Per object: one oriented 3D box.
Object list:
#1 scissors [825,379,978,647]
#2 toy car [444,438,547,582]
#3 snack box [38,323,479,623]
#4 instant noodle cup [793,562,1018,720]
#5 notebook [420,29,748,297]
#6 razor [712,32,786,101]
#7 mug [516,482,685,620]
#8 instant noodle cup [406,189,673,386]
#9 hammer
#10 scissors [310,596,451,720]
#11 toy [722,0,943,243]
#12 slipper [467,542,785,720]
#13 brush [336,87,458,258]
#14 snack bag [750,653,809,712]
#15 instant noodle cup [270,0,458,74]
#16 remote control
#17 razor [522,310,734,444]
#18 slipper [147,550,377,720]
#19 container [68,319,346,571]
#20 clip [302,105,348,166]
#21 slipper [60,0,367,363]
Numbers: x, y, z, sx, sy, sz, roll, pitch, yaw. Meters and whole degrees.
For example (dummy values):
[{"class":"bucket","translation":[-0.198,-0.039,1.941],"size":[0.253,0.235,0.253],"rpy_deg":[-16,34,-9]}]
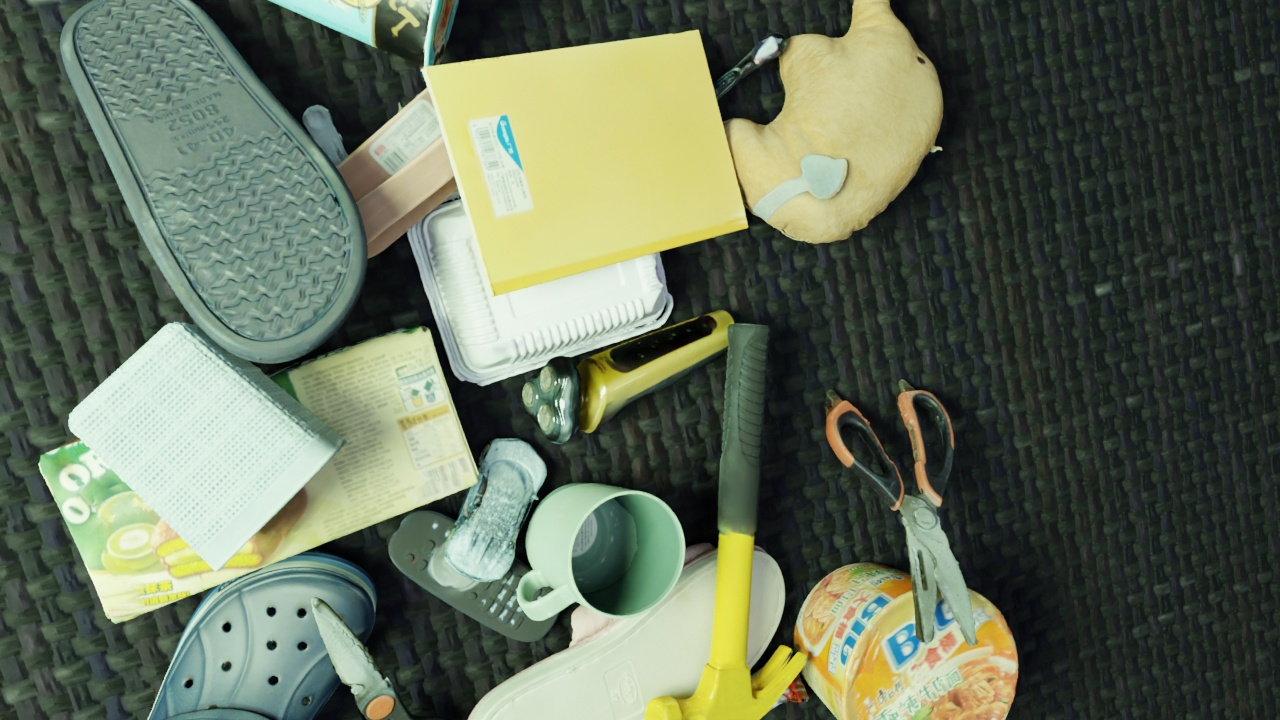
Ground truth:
[{"class":"scissors","translation":[0.200,0.103,0.696],"size":[0.214,0.015,0.196],"rpy_deg":[39,56,17]},{"class":"toy car","translation":[-0.100,0.103,0.648],"size":[0.049,0.031,0.105],"rpy_deg":[27,66,-20]},{"class":"snack box","translation":[-0.237,0.067,0.598],"size":[0.239,0.063,0.114],"rpy_deg":[-21,101,-14]},{"class":"instant noodle cup","translation":[0.198,0.233,0.722],"size":[0.151,0.111,0.151],"rpy_deg":[-2,96,-17]},{"class":"notebook","translation":[-0.026,-0.136,0.607],"size":[0.205,0.010,0.146],"rpy_deg":[-19,97,-29]},{"class":"razor","translation":[0.053,-0.193,0.670],"size":[0.142,0.022,0.042],"rpy_deg":[-41,85,-3]},{"class":"mug","translation":[-0.039,0.136,0.635],"size":[0.111,0.106,0.082],"rpy_deg":[-37,103,-22]},{"class":"instant noodle cup","translation":[-0.062,-0.066,0.642],"size":[0.173,0.060,0.138],"rpy_deg":[-19,100,-16]},{"class":"hammer","translation":[0.071,0.124,0.672],"size":[0.128,0.033,0.300],"rpy_deg":[2,92,-32]},{"class":"scissors","translation":[-0.161,0.228,0.621],"size":[0.124,0.022,0.235],"rpy_deg":[-12,118,-31]},{"class":"toy","translation":[0.159,-0.191,0.683],"size":[0.143,0.082,0.226],"rpy_deg":[36,83,-2]},{"class":"slipper","translation":[-0.007,0.223,0.686],"size":[0.273,0.054,0.114],"rpy_deg":[-27,106,-23]},{"class":"brush","translation":[-0.157,-0.119,0.595],"size":[0.145,0.073,0.063],"rpy_deg":[-43,124,-9]},{"class":"snack bag","translation":[0.083,0.276,0.736],"size":[0.104,0.026,0.048],"rpy_deg":[-23,90,-14]},{"class":"instant noodle cup","translation":[-0.176,-0.248,0.570],"size":[0.120,0.111,0.111],"rpy_deg":[15,91,-10]},{"class":"remote control","translation":[-0.119,0.155,0.663],"size":[0.136,0.024,0.053],"rpy_deg":[37,80,-16]},{"class":"razor","translation":[-0.004,0.004,0.670],"size":[0.167,0.062,0.068],"rpy_deg":[-24,136,-19]},{"class":"slipper","translation":[-0.268,0.239,0.592],"size":[0.105,0.095,0.252],"rpy_deg":[32,89,-20]},{"class":"container","translation":[-0.241,0.043,0.517],"size":[0.111,0.090,0.090],"rpy_deg":[45,80,-10]},{"class":"clip","translation":[-0.206,-0.142,0.610],"size":[0.024,0.028,0.057],"rpy_deg":[-21,111,-13]},{"class":"slipper","translation":[-0.250,-0.108,0.554],"size":[0.110,0.083,0.268],"rpy_deg":[-30,75,-19]}]
